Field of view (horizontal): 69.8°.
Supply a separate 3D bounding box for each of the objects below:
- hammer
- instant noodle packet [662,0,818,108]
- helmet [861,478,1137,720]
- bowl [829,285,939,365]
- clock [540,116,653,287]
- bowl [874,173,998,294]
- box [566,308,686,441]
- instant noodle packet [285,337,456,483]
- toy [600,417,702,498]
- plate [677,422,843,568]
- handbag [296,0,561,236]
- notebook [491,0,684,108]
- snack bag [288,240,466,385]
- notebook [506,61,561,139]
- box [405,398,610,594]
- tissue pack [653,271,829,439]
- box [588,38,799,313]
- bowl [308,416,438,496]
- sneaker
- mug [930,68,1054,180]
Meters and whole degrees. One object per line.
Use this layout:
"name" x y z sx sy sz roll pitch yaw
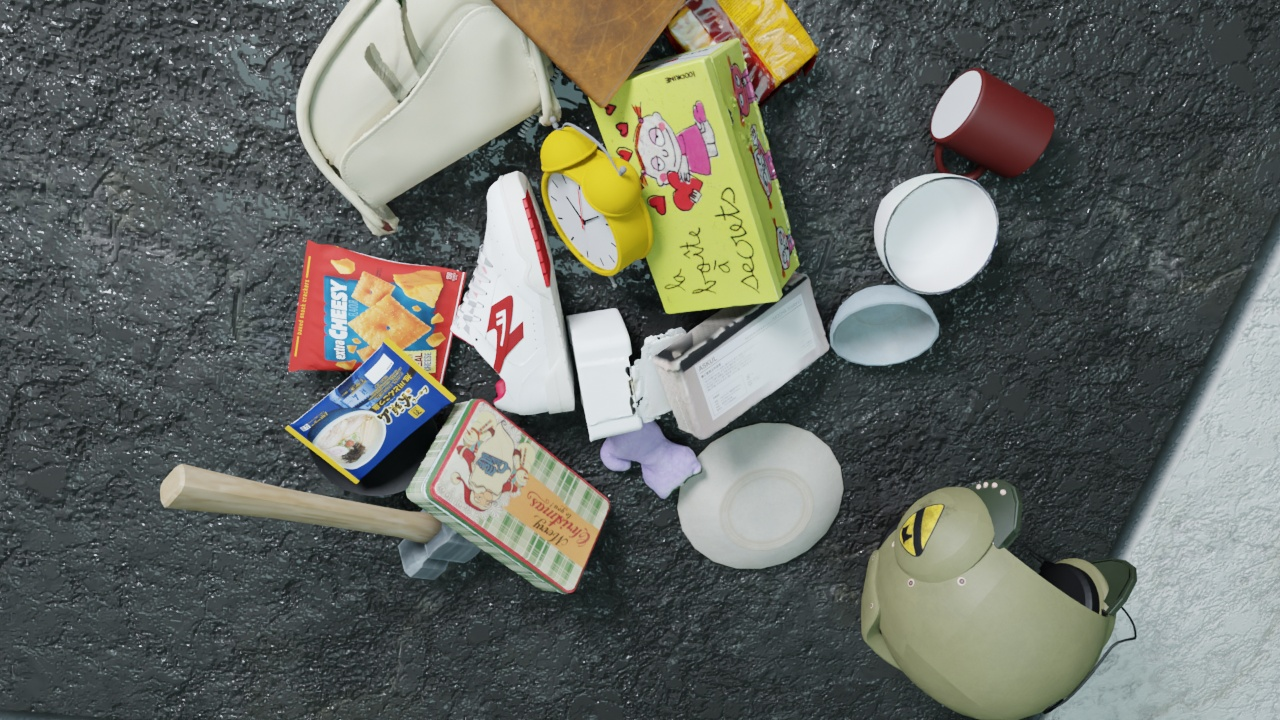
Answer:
"hammer" -0.280 0.144 0.859 0.117 0.051 0.322 -42 142 21
"instant noodle packet" 0.087 -0.286 0.815 0.099 0.039 0.135 -40 110 11
"helmet" 0.345 0.239 0.944 0.250 0.255 0.233 31 102 -17
"bowl" 0.244 -0.041 0.926 0.106 0.039 0.106 2 145 1
"clock" -0.041 -0.140 0.809 0.052 0.113 0.152 -37 150 -22
"bowl" 0.280 -0.129 0.894 0.116 0.065 0.116 -3 113 -7
"box" 0.001 0.005 0.895 0.130 0.103 0.110 -13 113 -5
"instant noodle packet" -0.253 0.049 0.860 0.134 0.026 0.087 -40 115 10
"toy" 0.009 0.104 0.974 0.080 0.036 0.099 -40 108 20
"plate" 0.136 0.159 1.018 0.188 0.027 0.189 -3 113 -7
"handbag" -0.179 -0.222 0.749 0.229 0.131 0.184 -30 118 9
"notebook" -0.064 -0.345 0.694 0.249 0.014 0.178 39 83 -30
"snack bag" -0.251 -0.039 0.874 0.144 0.039 0.131 10 111 -17
"notebook" -0.115 -0.318 0.788 0.149 0.016 0.207 29 106 -17
"box" -0.125 0.137 0.915 0.205 0.050 0.117 45 56 -30
"tissue pack" 0.096 -0.004 0.900 0.181 0.071 0.104 -36 121 -27
"box" 0.053 -0.157 0.817 0.125 0.082 0.221 -1 118 32
"bowl" -0.261 0.068 0.911 0.124 0.052 0.124 -3 113 -7
"sneaker" -0.130 -0.054 0.865 0.104 0.090 0.237 -9 119 0
"mug" 0.320 -0.212 0.868 0.082 0.073 0.106 22 138 -16
